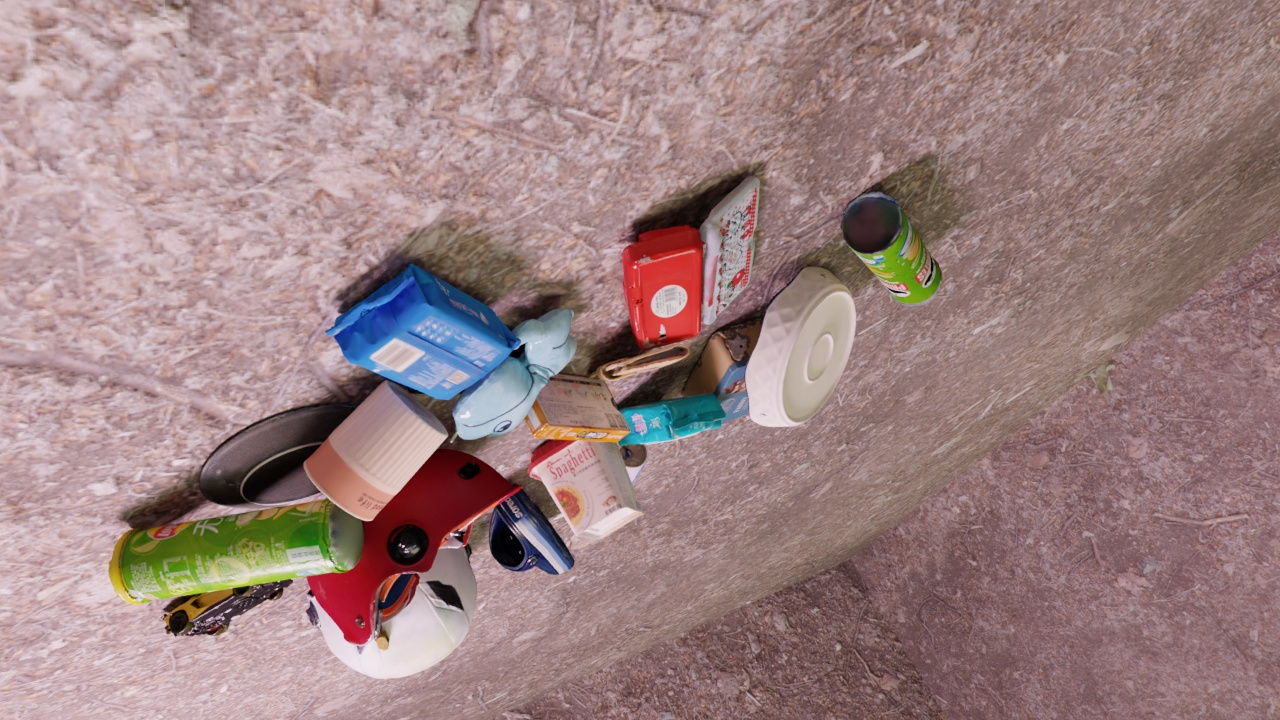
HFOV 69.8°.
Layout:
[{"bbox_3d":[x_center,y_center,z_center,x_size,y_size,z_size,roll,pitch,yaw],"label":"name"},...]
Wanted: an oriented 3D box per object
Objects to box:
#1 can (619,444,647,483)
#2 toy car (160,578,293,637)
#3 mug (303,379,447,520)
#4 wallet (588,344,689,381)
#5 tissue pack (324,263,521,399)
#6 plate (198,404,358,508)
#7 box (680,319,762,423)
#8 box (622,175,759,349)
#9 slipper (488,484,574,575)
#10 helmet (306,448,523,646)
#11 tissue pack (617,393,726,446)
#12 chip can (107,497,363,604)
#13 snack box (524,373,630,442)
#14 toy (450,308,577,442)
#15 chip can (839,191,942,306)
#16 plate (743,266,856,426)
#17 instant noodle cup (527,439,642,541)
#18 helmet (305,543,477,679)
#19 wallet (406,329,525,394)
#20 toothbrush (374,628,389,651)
[{"bbox_3d":[-0.032,0.161,1.314,0.053,0.053,0.135,-16,154,-28],"label":"can"},{"bbox_3d":[-0.477,0.278,1.065,0.156,0.041,0.071,-30,157,6],"label":"toy car"},{"bbox_3d":[-0.243,0.082,0.863,0.106,0.081,0.114,-47,180,-3],"label":"mug"},{"bbox_3d":[-0.006,0.006,1.016,0.087,0.024,0.115,-11,178,-21],"label":"wallet"},{"bbox_3d":[-0.177,-0.021,0.770,0.095,0.052,0.157,-33,150,15],"label":"tissue pack"},{"bbox_3d":[-0.332,0.102,0.893,0.179,0.024,0.180,-24,157,-11],"label":"plate"},{"bbox_3d":[0.115,0.023,1.190,0.089,0.062,0.185,-18,153,-22],"label":"box"},{"bbox_3d":[0.056,-0.087,0.915,0.161,0.059,0.201,-29,158,-9],"label":"box"},{"bbox_3d":[-0.164,0.256,1.291,0.095,0.105,0.253,-32,155,-10],"label":"slipper"},{"bbox_3d":[-0.255,0.172,0.971,0.240,0.144,0.207,-45,178,-1],"label":"helmet"},{"bbox_3d":[0.033,0.075,1.158,0.093,0.050,0.134,-10,179,-39],"label":"tissue pack"},{"bbox_3d":[-0.370,0.176,0.853,0.221,0.072,0.072,-10,158,6],"label":"chip can"},{"bbox_3d":[-0.076,0.051,1.011,0.026,0.075,0.153,-41,154,23],"label":"snack box"},{"bbox_3d":[-0.125,0.021,0.888,0.156,0.050,0.162,-33,156,-19],"label":"toy"},{"bbox_3d":[0.299,-0.126,1.079,0.072,0.072,0.235,-36,155,16],"label":"chip can"},{"bbox_3d":[0.199,-0.010,1.110,0.204,0.045,0.205,-33,135,-41],"label":"plate"},{"bbox_3d":[-0.064,0.158,1.182,0.116,0.124,0.116,-33,156,9],"label":"instant noodle cup"},{"bbox_3d":[-0.322,0.346,1.247,0.228,0.146,0.259,-20,155,-22],"label":"helmet"},{"bbox_3d":[-0.155,0.001,0.894,0.097,0.020,0.122,-43,155,28],"label":"wallet"},{"bbox_3d":[-0.342,0.278,1.107,0.015,0.016,0.190,-21,117,-10],"label":"toothbrush"}]
